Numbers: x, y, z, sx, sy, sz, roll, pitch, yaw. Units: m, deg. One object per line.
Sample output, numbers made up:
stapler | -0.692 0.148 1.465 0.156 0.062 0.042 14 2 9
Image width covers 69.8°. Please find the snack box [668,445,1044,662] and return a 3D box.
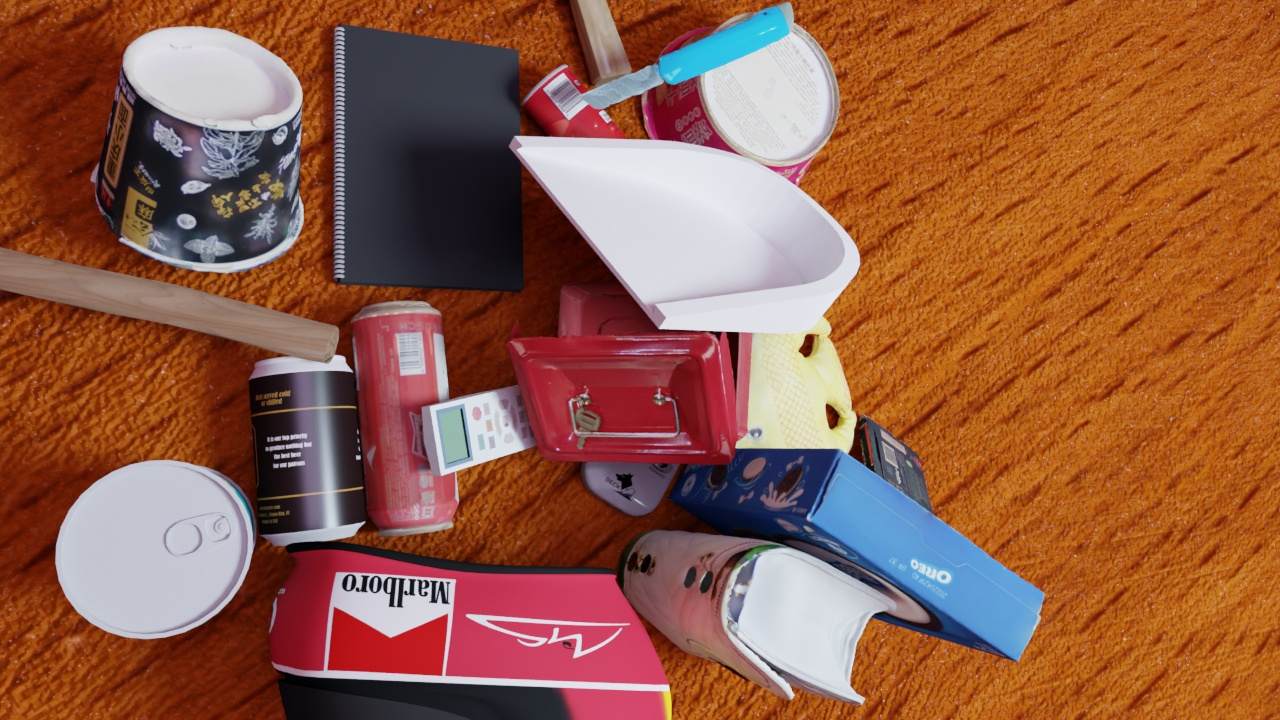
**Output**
snack box | 0.152 0.140 0.709 0.195 0.239 0.056 35 75 -14

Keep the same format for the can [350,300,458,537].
can | -0.175 0.043 0.685 0.067 0.067 0.170 -4 84 -22

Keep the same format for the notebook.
notebook | -0.170 -0.161 0.742 0.148 0.016 0.206 1 83 -23

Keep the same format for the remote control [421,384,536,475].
remote control | -0.113 0.048 0.698 0.143 0.024 0.049 -13 96 -57

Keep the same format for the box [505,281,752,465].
box | 0.004 0.001 0.714 0.157 0.155 0.147 1 123 14

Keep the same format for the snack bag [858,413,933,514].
snack bag | 0.231 0.115 0.814 0.074 0.018 0.154 35 31 -15

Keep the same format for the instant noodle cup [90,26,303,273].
instant noodle cup | -0.289 -0.146 0.612 0.137 0.113 0.137 16 44 -16

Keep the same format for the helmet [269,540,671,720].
helmet | -0.113 0.246 0.612 0.270 0.198 0.224 9 72 -21

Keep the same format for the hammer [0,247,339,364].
hammer | -0.366 -0.049 0.602 0.328 0.052 0.098 12 78 -9

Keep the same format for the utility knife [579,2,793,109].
utility knife | 0.045 -0.250 0.755 0.224 0.015 0.031 -29 92 -25

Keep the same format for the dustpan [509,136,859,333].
dustpan | 0.058 -0.104 0.685 0.257 0.053 0.191 0 44 -48

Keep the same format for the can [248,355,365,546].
can | -0.238 0.064 0.655 0.071 0.072 0.128 -4 85 -22

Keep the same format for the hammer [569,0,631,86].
hammer | -0.075 -0.399 0.795 0.117 0.051 0.323 -19 93 -23

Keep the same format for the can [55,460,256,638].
can | -0.299 0.115 0.585 0.099 0.144 0.099 3 82 -21

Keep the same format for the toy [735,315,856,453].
toy | 0.131 0.034 0.813 0.154 0.065 0.170 -21 98 -34

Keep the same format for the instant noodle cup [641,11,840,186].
instant noodle cup | 0.100 -0.232 0.824 0.178 0.078 0.178 3 82 -22

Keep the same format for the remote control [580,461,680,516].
remote control | 0.010 0.056 0.783 0.074 0.019 0.150 34 72 -14

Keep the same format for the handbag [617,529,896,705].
handbag | 0.076 0.187 0.696 0.142 0.199 0.096 28 75 -15

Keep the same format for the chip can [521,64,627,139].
chip can | -0.012 -0.151 0.783 0.051 0.052 0.214 -44 100 -21
